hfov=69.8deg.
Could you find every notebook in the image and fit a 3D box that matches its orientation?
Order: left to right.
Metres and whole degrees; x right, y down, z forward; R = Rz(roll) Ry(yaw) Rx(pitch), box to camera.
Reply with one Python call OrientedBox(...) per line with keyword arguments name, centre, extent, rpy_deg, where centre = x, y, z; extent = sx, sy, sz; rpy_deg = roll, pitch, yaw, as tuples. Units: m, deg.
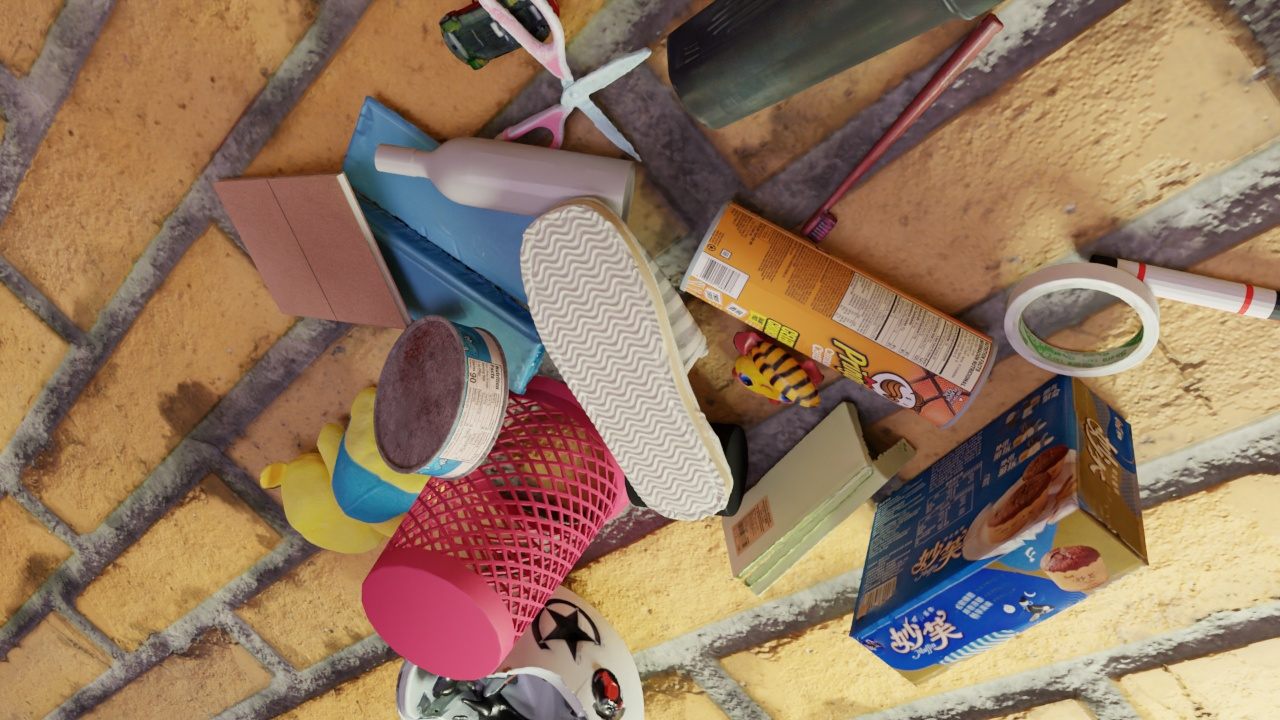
OrientedBox(name="notebook", centre=(-0.293, -0.096, 0.812), extent=(0.209, 0.008, 0.141), rpy_deg=(7, 127, 40))

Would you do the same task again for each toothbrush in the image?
OrientedBox(name="toothbrush", centre=(0.170, -0.148, 0.614), extent=(0.016, 0.016, 0.190), rpy_deg=(34, 128, -7))

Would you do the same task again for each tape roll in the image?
OrientedBox(name="tape roll", centre=(0.299, -0.027, 0.624), extent=(0.094, 0.018, 0.094), rpy_deg=(17, 142, 13))

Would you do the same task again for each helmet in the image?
OrientedBox(name="helmet", centre=(-0.105, 0.329, 0.959), extent=(0.264, 0.163, 0.237), rpy_deg=(36, 133, -11))

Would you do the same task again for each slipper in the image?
OrientedBox(name="slipper", centre=(-0.004, 0.004, 0.706), extent=(0.115, 0.053, 0.273), rpy_deg=(-15, 109, 25))

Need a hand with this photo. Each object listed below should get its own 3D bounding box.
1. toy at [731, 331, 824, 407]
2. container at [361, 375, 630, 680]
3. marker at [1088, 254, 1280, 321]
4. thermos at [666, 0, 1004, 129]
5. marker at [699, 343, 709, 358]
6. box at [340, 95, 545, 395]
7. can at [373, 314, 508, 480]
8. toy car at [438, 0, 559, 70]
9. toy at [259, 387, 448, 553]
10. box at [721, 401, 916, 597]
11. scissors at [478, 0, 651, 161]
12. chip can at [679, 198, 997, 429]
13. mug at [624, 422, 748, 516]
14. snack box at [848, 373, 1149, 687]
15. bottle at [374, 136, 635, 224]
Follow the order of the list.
OrientedBox(name="toy", centre=(0.106, 0.009, 0.713), extent=(0.046, 0.103, 0.084), rpy_deg=(-44, 96, -5))
OrientedBox(name="container", centre=(-0.128, 0.149, 0.807), extent=(0.183, 0.225, 0.183), rpy_deg=(11, 125, 16))
OrientedBox(name="marker", centre=(0.368, -0.044, 0.595), extent=(0.146, 0.019, 0.019), rpy_deg=(15, 126, 14))
OrientedBox(name="thermos", centre=(0.119, -0.216, 0.543), extent=(0.221, 0.097, 0.098), rpy_deg=(-20, 112, 36))
OrientedBox(name="marker", centre=(0.003, -0.046, 0.754), extent=(0.133, 0.017, 0.020), rpy_deg=(37, 92, -3))
OrientedBox(name="box", centre=(-0.167, -0.087, 0.773), extent=(0.231, 0.047, 0.177), rpy_deg=(34, 132, 3))
OrientedBox(name="can", centre=(-0.165, 0.031, 0.749), extent=(0.130, 0.129, 0.044), rpy_deg=(-31, 147, 36))
OrientedBox(name="toy car", centre=(-0.101, -0.241, 0.652), extent=(0.091, 0.036, 0.042), rpy_deg=(-15, 134, 28))
OrientedBox(name="toy", centre=(-0.306, 0.136, 0.968), extent=(0.215, 0.083, 0.149), rpy_deg=(-31, 104, 33))
OrientedBox(name="box", centre=(0.144, 0.127, 0.774), extent=(0.090, 0.077, 0.188), rpy_deg=(37, 127, -3))
OrientedBox(name="scissors", centre=(-0.066, -0.195, 0.659), extent=(0.171, 0.013, 0.172), rpy_deg=(-15, 133, 40))
OrientedBox(name="chip can", centre=(0.141, -0.034, 0.665), extent=(0.215, 0.075, 0.075), rpy_deg=(28, 128, 4))
OrientedBox(name="mug", centre=(0.046, 0.100, 0.804), extent=(0.088, 0.078, 0.113), rpy_deg=(3, 150, 22))
OrientedBox(name="snack box", centre=(0.255, 0.124, 0.671), extent=(0.069, 0.154, 0.203), rpy_deg=(39, 128, -3))
OrientedBox(name="bottle", centre=(-0.104, -0.140, 0.696), extent=(0.195, 0.052, 0.053), rpy_deg=(10, 126, 6))
